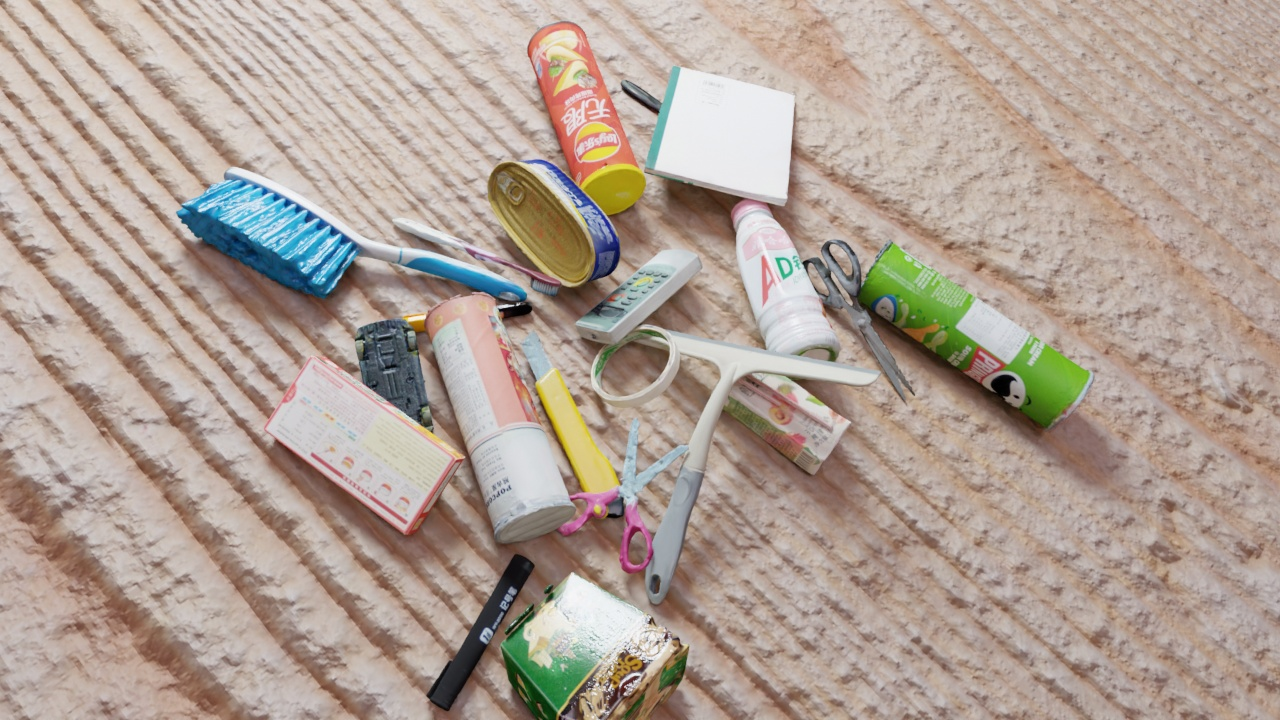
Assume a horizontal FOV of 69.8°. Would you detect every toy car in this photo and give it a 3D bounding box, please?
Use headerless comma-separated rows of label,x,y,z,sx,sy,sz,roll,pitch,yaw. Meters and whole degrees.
toy car,-0.218,0.021,0.813,0.054,0.037,0.120,-12,74,-14

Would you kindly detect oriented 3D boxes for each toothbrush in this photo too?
toothbrush,0.050,-0.266,1.026,0.181,0.018,0.015,36,65,12
toothbrush,-0.161,-0.102,0.891,0.187,0.017,0.016,22,26,12

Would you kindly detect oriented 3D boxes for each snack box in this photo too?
snack box,-0.040,0.234,0.695,0.105,0.118,0.118,36,58,24
snack box,-0.232,0.069,0.769,0.156,0.027,0.077,34,92,9

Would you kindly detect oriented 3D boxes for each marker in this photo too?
marker,-0.163,-0.042,0.866,0.123,0.018,0.015,-9,56,-15
marker,-0.126,0.215,0.733,0.022,0.020,0.131,12,57,31

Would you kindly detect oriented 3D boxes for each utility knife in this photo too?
utility knife,-0.063,0.056,0.830,0.033,0.015,0.197,-21,70,-19

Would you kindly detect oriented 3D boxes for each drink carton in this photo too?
drink carton,0.129,0.046,0.853,0.122,0.046,0.053,37,63,11

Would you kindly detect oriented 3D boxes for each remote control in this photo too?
remote control,0.000,-0.064,0.889,0.134,0.019,0.056,-42,34,-26

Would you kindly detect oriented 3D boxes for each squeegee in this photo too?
squeegee,0.049,0.088,0.791,0.247,0.039,0.246,13,72,30

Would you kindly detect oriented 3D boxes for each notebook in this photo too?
notebook,0.092,-0.251,1.003,0.150,0.012,0.208,14,48,-1

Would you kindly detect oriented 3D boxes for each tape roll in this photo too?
tape roll,-0.005,0.005,0.844,0.086,0.014,0.085,-16,48,19

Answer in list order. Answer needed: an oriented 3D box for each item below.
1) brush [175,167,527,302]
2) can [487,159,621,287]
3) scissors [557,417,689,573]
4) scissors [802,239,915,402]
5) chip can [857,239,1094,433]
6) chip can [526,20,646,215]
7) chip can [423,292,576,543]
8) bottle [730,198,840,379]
brush,-0.268,-0.099,0.862,0.314,0.061,0.109,28,57,3
can,-0.084,-0.136,0.892,0.148,0.075,0.049,47,36,14
scissors,-0.008,0.119,0.777,0.133,0.017,0.124,-36,69,4
scissors,0.223,-0.043,0.906,0.014,0.141,0.174,-21,42,-37
chip can,0.326,-0.027,0.912,0.236,0.072,0.072,36,62,10
chip can,-0.059,-0.259,0.970,0.073,0.073,0.216,-11,64,-16
chip can,-0.126,0.046,0.794,0.071,0.071,0.214,-16,65,-18
bottle,0.135,-0.078,0.910,0.068,0.068,0.196,-8,58,-14
